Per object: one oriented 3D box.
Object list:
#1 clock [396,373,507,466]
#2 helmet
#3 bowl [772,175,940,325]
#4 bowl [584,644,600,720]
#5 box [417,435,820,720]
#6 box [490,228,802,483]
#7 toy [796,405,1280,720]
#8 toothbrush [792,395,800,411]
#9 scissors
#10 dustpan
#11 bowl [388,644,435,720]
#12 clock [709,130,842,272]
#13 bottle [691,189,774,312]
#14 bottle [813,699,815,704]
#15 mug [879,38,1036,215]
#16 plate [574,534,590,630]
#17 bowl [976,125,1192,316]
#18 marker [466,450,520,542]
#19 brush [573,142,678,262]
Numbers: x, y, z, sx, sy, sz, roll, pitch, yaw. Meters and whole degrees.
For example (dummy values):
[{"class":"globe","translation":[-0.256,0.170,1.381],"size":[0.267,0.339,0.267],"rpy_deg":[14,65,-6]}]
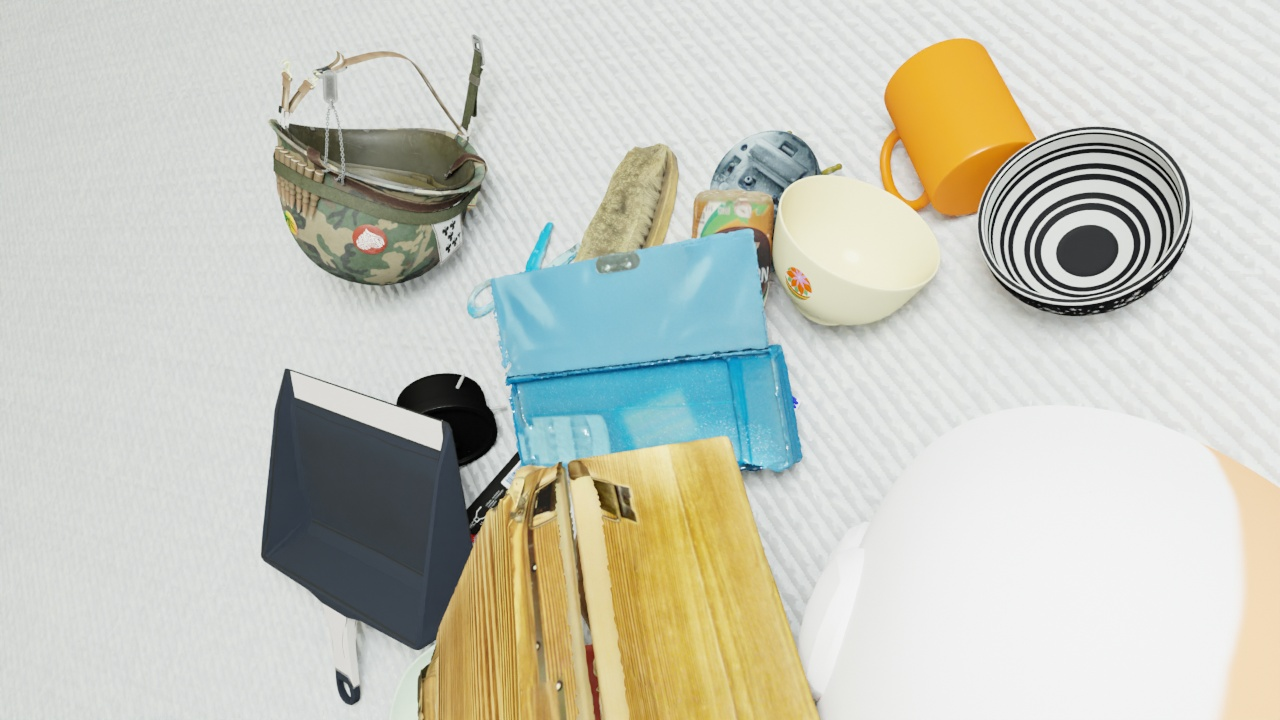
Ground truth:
[{"class":"clock","translation":[-0.184,0.059,0.809],"size":[0.121,0.091,0.042],"rpy_deg":[-31,50,14]},{"class":"helmet","translation":[-0.243,-0.187,0.861],"size":[0.225,0.192,0.236],"rpy_deg":[17,109,47]},{"class":"bowl","translation":[0.143,-0.067,0.660],"size":[0.118,0.117,0.074],"rpy_deg":[59,148,31]},{"class":"bowl","translation":[-0.023,0.271,0.670],"size":[0.122,0.035,0.121],"rpy_deg":[-11,68,28]},{"class":"box","translation":[-0.025,0.217,0.467],"size":[0.220,0.259,0.278],"rpy_deg":[-6,45,-5]},{"class":"box","translation":[-0.004,0.004,0.688],"size":[0.232,0.033,0.174],"rpy_deg":[-6,100,29]},{"class":"toy","translation":[0.218,0.161,0.436],"size":[0.281,0.262,0.266],"rpy_deg":[20,96,16]},{"class":"toothbrush","translation":[0.041,0.071,0.714],"size":[0.187,0.016,0.015],"rpy_deg":[-28,63,19]},{"class":"scissors","translation":[-0.102,-0.061,0.850],"size":[0.137,0.012,0.127],"rpy_deg":[-32,59,16]},{"class":"dustpan","translation":[-0.248,0.166,0.790],"size":[0.237,0.079,0.273],"rpy_deg":[13,118,37]},{"class":"bowl","translation":[-0.134,0.282,0.717],"size":[0.118,0.061,0.117],"rpy_deg":[-11,67,27]},{"class":"clock","translation":[0.094,-0.121,0.727],"size":[0.129,0.052,0.090],"rpy_deg":[-49,56,7]},{"class":"bottle","translation":[0.065,-0.042,0.686],"size":[0.059,0.059,0.167],"rpy_deg":[12,108,33]},{"class":"bottle","translation":[0.098,0.285,0.587],"size":[0.045,0.045,0.184],"rpy_deg":[16,82,34]},{"class":"mug","translation":[0.217,-0.155,0.660],"size":[0.113,0.077,0.095],"rpy_deg":[-44,52,45]},{"class":"plate","translation":[0.004,0.156,0.700],"size":[0.132,0.025,0.131],"rpy_deg":[-11,68,28]},{"class":"bowl","translation":[0.285,-0.081,0.590],"size":[0.120,0.066,0.120],"rpy_deg":[-11,68,28]},{"class":"marker","translation":[-0.130,0.123,0.795],"size":[0.145,0.021,0.023],"rpy_deg":[-49,64,8]},{"class":"brush","translation":[-0.017,-0.102,0.792],"size":[0.059,0.043,0.195],"rpy_deg":[19,82,34]}]
